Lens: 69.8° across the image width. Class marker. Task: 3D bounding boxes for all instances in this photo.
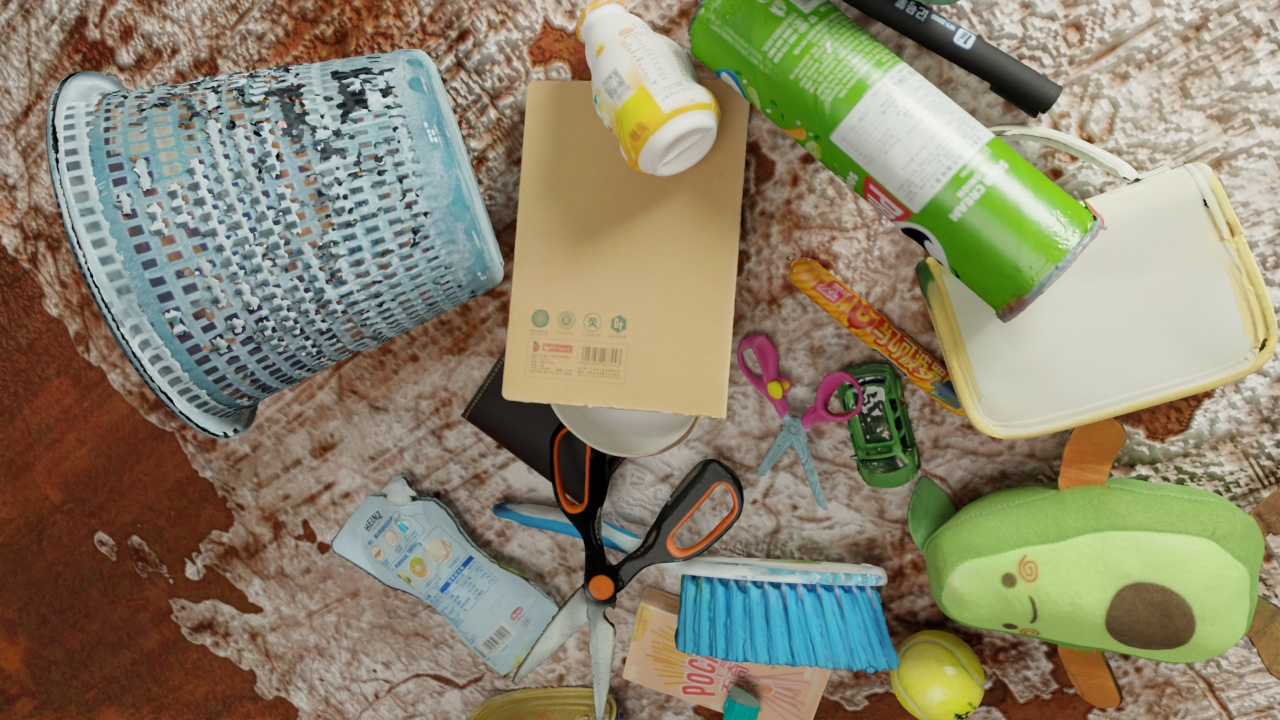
[{"bbox_3d":[0.174,-0.178,0.514,0.132,0.020,0.022,31,148,1],"label":"marker"}]

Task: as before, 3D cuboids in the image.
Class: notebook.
[{"bbox_3d":[-0.010,-0.073,0.575,0.148,0.008,0.207,4,89,16],"label":"notebook"}]

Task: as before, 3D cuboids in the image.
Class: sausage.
[{"bbox_3d":[0.158,-0.014,0.593,0.165,0.021,0.022,38,119,-3],"label":"sausage"}]

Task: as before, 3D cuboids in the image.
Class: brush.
[{"bbox_3d":[0.031,0.167,0.693,0.315,0.060,0.109,-1,85,16],"label":"brush"}]

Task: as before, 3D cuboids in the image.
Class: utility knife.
[{"bbox_3d":[0.070,0.332,0.767,0.029,0.013,0.210,15,129,8],"label":"utility knife"}]

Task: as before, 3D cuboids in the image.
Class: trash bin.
[{"bbox_3d":[-0.196,-0.088,0.560,0.195,0.226,0.227,-18,110,-5],"label":"trash bin"}]

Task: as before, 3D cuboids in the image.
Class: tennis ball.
[{"bbox_3d":[0.214,0.228,0.662,0.065,0.065,0.065,7,116,14],"label":"tennis ball"}]

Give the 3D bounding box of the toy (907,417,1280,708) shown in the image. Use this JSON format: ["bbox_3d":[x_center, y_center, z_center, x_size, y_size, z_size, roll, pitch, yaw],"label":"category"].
[{"bbox_3d":[0.299,0.132,0.579,0.247,0.089,0.227,-4,110,17],"label":"toy"}]

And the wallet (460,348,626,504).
[{"bbox_3d":[-0.064,0.045,0.691,0.122,0.020,0.097,36,119,-4],"label":"wallet"}]

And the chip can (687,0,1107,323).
[{"bbox_3d":[0.131,-0.124,0.495,0.236,0.072,0.072,43,119,9],"label":"chip can"}]

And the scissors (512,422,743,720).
[{"bbox_3d":[-0.024,0.140,0.669,0.221,0.021,0.222,-30,89,6],"label":"scissors"}]

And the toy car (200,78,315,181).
[{"bbox_3d":[-0.264,-0.142,0.658,0.056,0.037,0.122,-14,121,20],"label":"toy car"}]

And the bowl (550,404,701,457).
[{"bbox_3d":[-0.004,0.004,0.628,0.113,0.062,0.113,7,113,15],"label":"bowl"}]

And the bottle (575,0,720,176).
[{"bbox_3d":[0.000,-0.163,0.538,0.063,0.063,0.108,-39,69,28],"label":"bottle"}]

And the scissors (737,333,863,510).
[{"bbox_3d":[0.109,0.042,0.619,0.129,0.017,0.133,-11,104,49],"label":"scissors"}]

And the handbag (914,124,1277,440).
[{"bbox_3d":[0.248,-0.058,0.532,0.164,0.063,0.178,-20,92,24],"label":"handbag"}]

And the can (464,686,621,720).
[{"bbox_3d":[-0.082,0.328,0.796,0.148,0.074,0.049,-11,113,21],"label":"can"}]

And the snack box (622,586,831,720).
[{"bbox_3d":[0.068,0.243,0.737,0.157,0.026,0.085,15,117,10],"label":"snack box"}]

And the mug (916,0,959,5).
[{"bbox_3d":[0.127,-0.242,0.462,0.106,0.082,0.111,10,76,-7],"label":"mug"}]

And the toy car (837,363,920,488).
[{"bbox_3d":[0.159,0.047,0.614,0.043,0.036,0.091,-13,113,20],"label":"toy car"}]

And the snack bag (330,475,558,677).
[{"bbox_3d":[-0.164,0.182,0.775,0.191,0.038,0.111,41,124,-2],"label":"snack bag"}]
